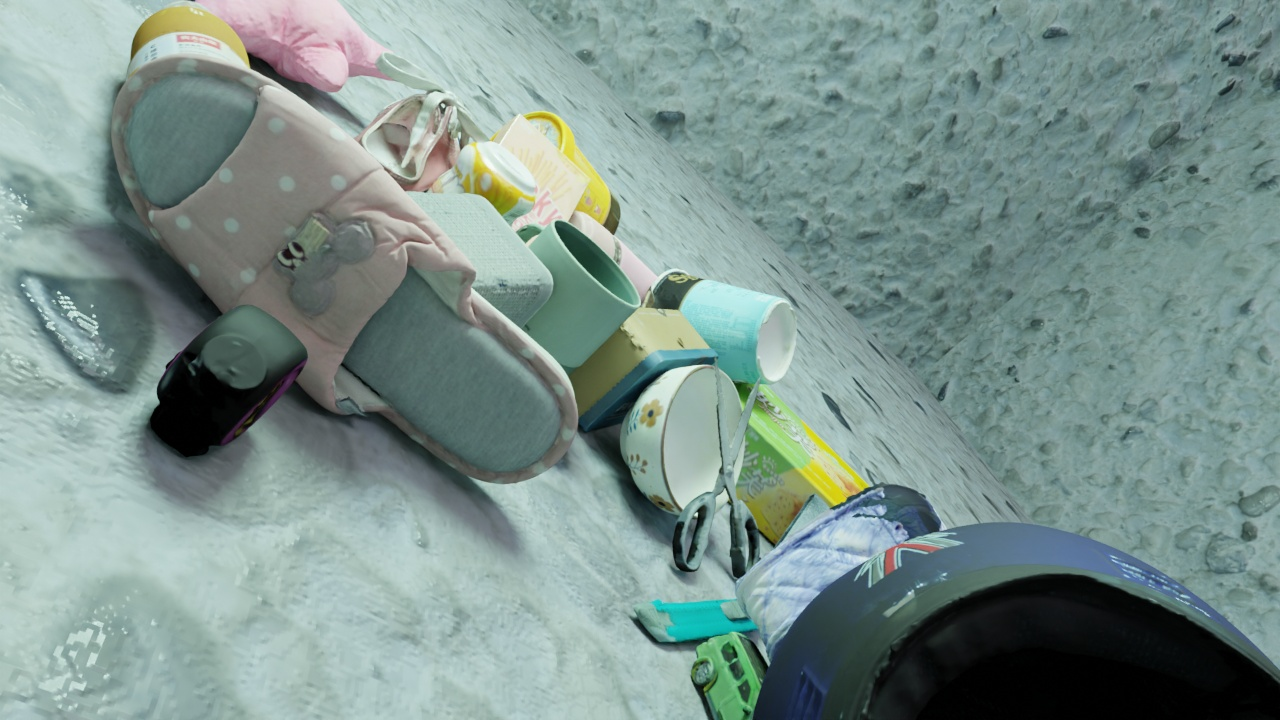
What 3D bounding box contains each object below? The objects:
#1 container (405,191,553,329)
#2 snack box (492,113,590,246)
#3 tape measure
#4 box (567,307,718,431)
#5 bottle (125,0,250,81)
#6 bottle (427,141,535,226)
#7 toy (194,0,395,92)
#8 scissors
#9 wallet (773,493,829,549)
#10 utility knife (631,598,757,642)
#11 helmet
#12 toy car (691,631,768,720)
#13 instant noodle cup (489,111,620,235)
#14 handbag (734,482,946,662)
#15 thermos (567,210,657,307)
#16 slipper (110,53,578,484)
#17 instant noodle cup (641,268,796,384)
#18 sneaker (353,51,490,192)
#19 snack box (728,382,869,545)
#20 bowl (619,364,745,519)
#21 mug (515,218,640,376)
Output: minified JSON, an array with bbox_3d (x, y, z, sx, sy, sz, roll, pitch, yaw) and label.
[{"bbox_3d":[-0.129,-0.046,0.550,0.090,0.090,0.114,49,20,11],"label":"container"},{"bbox_3d":[-0.105,-0.120,0.745,0.084,0.026,0.156,39,54,-23],"label":"snack box"},{"bbox_3d":[-0.169,0.005,0.377,0.039,0.057,0.057,43,25,-9],"label":"tape measure"},{"bbox_3d":[-0.004,0.004,0.739,0.060,0.090,0.184,50,19,10],"label":"box"},{"bbox_3d":[-0.253,-0.150,0.520,0.068,0.068,0.189,30,22,-44],"label":"bottle"},{"bbox_3d":[-0.125,-0.100,0.648,0.063,0.108,0.063,41,16,-15],"label":"bottle"},{"bbox_3d":[-0.296,-0.280,0.725,0.194,0.075,0.178,42,26,-1],"label":"toy"},{"bbox_3d":[0.066,0.087,0.681,0.180,0.014,0.159,-55,131,-39],"label":"scissors"},{"bbox_3d":[0.149,0.178,0.747,0.097,0.019,0.120,46,45,2],"label":"wallet"},{"bbox_3d":[0.061,0.171,0.619,0.216,0.013,0.029,18,38,-55],"label":"utility knife"},{"bbox_3d":[0.184,0.231,0.403,0.240,0.247,0.315,65,1,-68],"label":"helmet"},{"bbox_3d":[0.061,0.199,0.527,0.043,0.036,0.091,35,23,-37],"label":"toy car"},{"bbox_3d":[-0.088,-0.157,0.883,0.114,0.118,0.118,39,16,-46],"label":"instant noodle cup"},{"bbox_3d":[0.154,0.171,0.596,0.194,0.134,0.075,50,7,-44],"label":"handbag"},{"bbox_3d":[-0.030,-0.065,0.868,0.198,0.087,0.067,36,19,-53],"label":"thermos"},{"bbox_3d":[-0.139,-0.031,0.451,0.274,0.114,0.054,46,14,-21],"label":"slipper"},{"bbox_3d":[0.075,-0.025,0.853,0.121,0.111,0.111,11,-6,34],"label":"instant noodle cup"},{"bbox_3d":[-0.180,-0.188,0.760,0.118,0.088,0.240,41,18,-15],"label":"sneaker"},{"bbox_3d":[0.143,0.113,0.876,0.210,0.070,0.157,44,16,-8],"label":"snack box"},{"bbox_3d":[0.025,0.059,0.687,0.062,0.113,0.113,3,-13,36],"label":"bowl"},{"bbox_3d":[-0.072,-0.041,0.641,0.082,0.106,0.111,20,31,-54],"label":"mug"}]
